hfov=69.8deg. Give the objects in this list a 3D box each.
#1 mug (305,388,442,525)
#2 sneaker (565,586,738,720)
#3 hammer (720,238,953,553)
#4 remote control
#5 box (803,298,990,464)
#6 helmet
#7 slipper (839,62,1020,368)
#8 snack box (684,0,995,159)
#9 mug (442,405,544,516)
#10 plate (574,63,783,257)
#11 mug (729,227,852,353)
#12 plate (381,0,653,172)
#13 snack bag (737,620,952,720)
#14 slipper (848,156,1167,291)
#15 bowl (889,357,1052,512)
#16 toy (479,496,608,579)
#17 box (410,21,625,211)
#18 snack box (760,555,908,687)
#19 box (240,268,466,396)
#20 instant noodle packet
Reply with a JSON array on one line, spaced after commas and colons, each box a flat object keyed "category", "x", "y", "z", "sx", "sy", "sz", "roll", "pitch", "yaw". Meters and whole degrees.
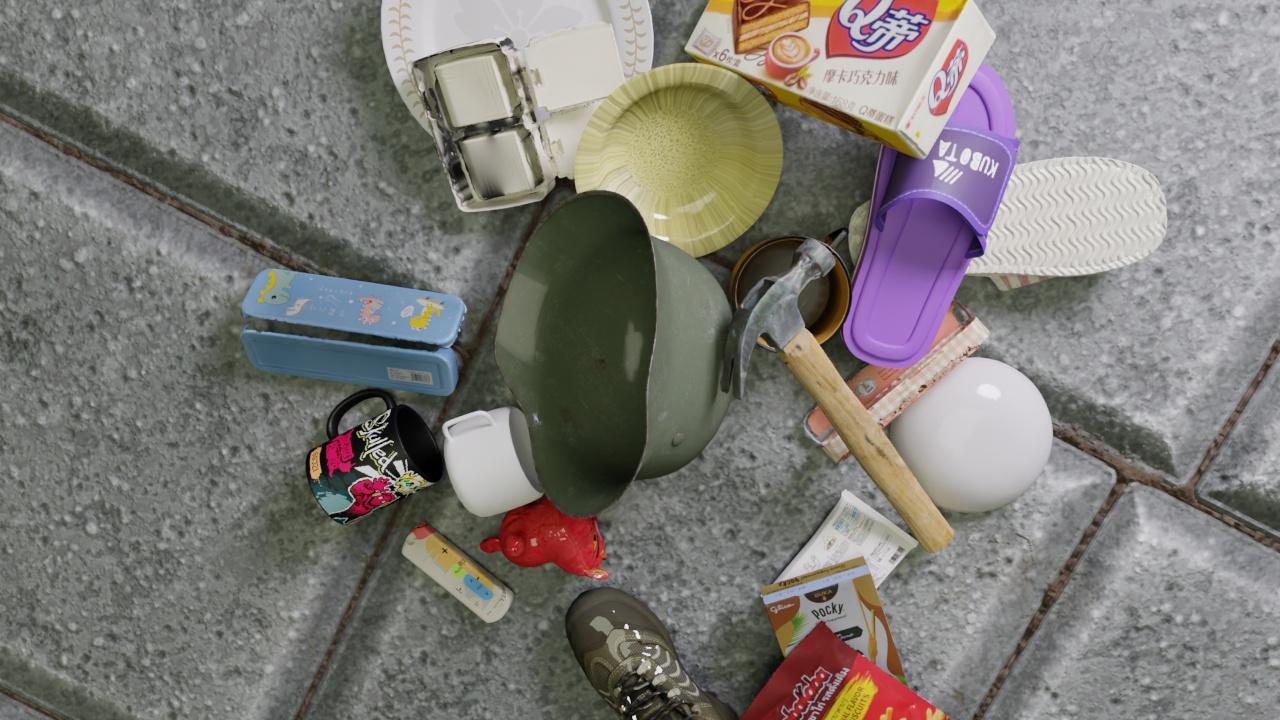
[{"category": "mug", "x": -0.259, "y": 0.084, "z": 0.883, "sx": 0.098, "sy": 0.082, "sz": 0.118, "roll": -26, "pitch": 67, "yaw": 7}, {"category": "sneaker", "x": 0.007, "y": 0.331, "z": 0.857, "sx": 0.101, "sy": 0.142, "sz": 0.238, "roll": -42, "pitch": 92, "yaw": 9}, {"category": "hammer", "x": 0.184, "y": 0.060, "z": 0.787, "sx": 0.132, "sy": 0.033, "sz": 0.330, "roll": -46, "pitch": 118, "yaw": -10}, {"category": "remote control", "x": -0.183, "y": 0.213, "z": 0.920, "sx": 0.125, "sy": 0.018, "sz": 0.038, "roll": 38, "pitch": 99, "yaw": 0}, {"category": "box", "x": 0.233, "y": 0.017, "z": 0.843, "sx": 0.187, "sy": 0.056, "sz": 0.071, "roll": -42, "pitch": 61, "yaw": 7}, {"category": "helmet", "x": -0.005, "y": 0.005, "z": 0.796, "sx": 0.153, "sy": 0.227, "sz": 0.267, "roll": 12, "pitch": 87, "yaw": -39}, {"category": "slipper", "x": 0.241, "y": -0.116, "z": 0.757, "sx": 0.107, "sy": 0.084, "sz": 0.267, "roll": 15, "pitch": 104, "yaw": -1}, {"category": "snack box", "x": 0.154, "y": -0.259, "z": 0.746, "sx": 0.230, "sy": 0.061, "sz": 0.110, "roll": 36, "pitch": 101, "yaw": 37}, {"category": "mug", "x": -0.140, "y": 0.088, "z": 0.854, "sx": 0.068, "sy": 0.094, "sz": 0.116, "roll": -20, "pitch": 133, "yaw": 8}, {"category": "plate", "x": 0.032, "y": -0.178, "z": 0.816, "sx": 0.184, "sy": 0.036, "sz": 0.185, "roll": -5, "pitch": 127, "yaw": -7}, {"category": "mug", "x": 0.137, "y": -0.070, "z": 0.817, "sx": 0.100, "sy": 0.094, "sz": 0.124, "roll": 41, "pitch": 98, "yaw": -4}, {"category": "plate", "x": -0.109, "y": -0.285, "z": 0.815, "sx": 0.242, "sy": 0.016, "sz": 0.243, "roll": 3, "pitch": 119, "yaw": 4}, {"category": "snack bag", "x": 0.211, "y": 0.345, "z": 0.859, "sx": 0.208, "sy": 0.066, "sz": 0.139, "roll": 34, "pitch": 111, "yaw": -1}, {"category": "slipper", "x": 0.320, "y": -0.117, "z": 0.820, "sx": 0.263, "sy": 0.052, "sz": 0.115, "roll": -4, "pitch": 101, "yaw": 12}, {"category": "bowl", "x": 0.310, "y": 0.074, "z": 0.849, "sx": 0.149, "sy": 0.043, "sz": 0.149, "roll": 1, "pitch": 98, "yaw": 4}, {"category": "toy", "x": -0.094, "y": 0.181, "z": 0.884, "sx": 0.133, "sy": 0.088, "sz": 0.094, "roll": -19, "pitch": 113, "yaw": 19}, {"category": "box", "x": -0.098, "y": -0.216, "z": 0.815, "sx": 0.188, "sy": 0.057, "sz": 0.144, "roll": -7, "pitch": 117, "yaw": 13}, {"category": "snack box", "x": 0.193, "y": 0.286, "z": 0.874, "sx": 0.101, "sy": 0.031, "sz": 0.186, "roll": -19, "pitch": 107, "yaw": 7}, {"category": "box", "x": -0.275, "y": -0.026, "z": 0.891, "sx": 0.209, "sy": 0.073, "sz": 0.085, "roll": 9, "pitch": 57, "yaw": 3}, {"category": "instant noodle packet", "x": 0.191, "y": 0.202, "z": 0.884, "sx": 0.087, "sy": 0.026, "sz": 0.134, "roll": 36, "pitch": 99, "yaw": -1}]
